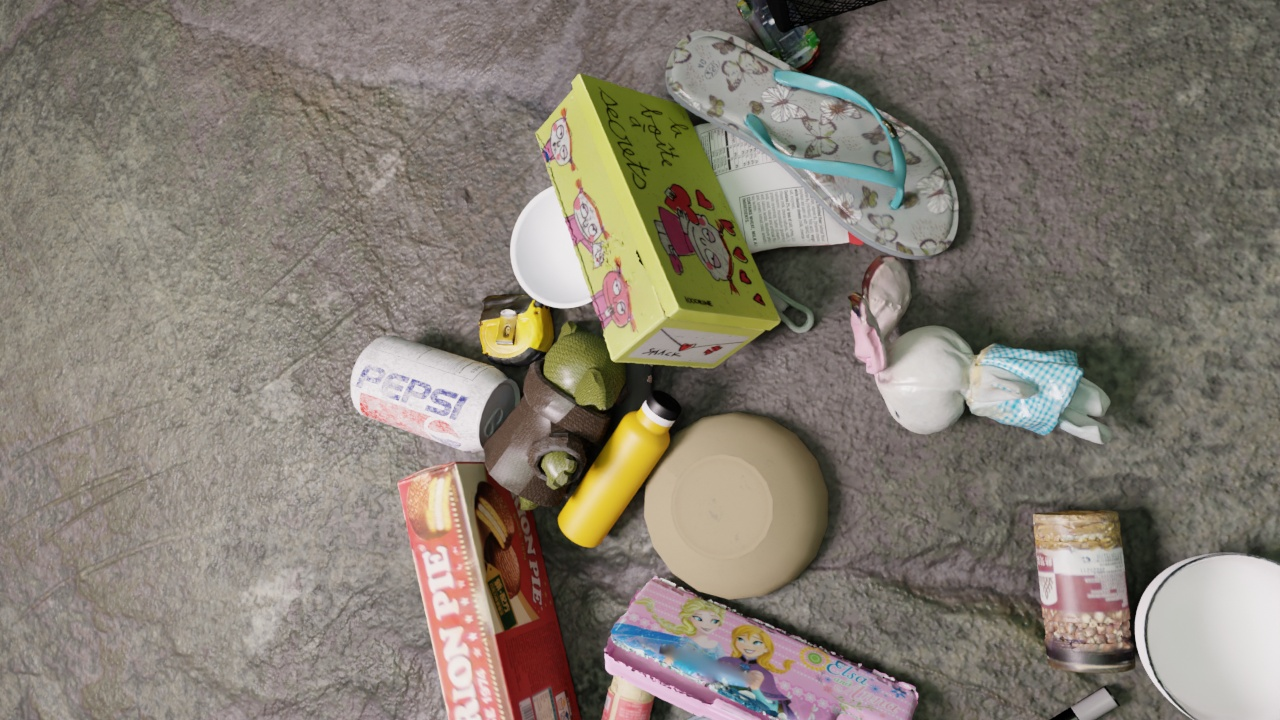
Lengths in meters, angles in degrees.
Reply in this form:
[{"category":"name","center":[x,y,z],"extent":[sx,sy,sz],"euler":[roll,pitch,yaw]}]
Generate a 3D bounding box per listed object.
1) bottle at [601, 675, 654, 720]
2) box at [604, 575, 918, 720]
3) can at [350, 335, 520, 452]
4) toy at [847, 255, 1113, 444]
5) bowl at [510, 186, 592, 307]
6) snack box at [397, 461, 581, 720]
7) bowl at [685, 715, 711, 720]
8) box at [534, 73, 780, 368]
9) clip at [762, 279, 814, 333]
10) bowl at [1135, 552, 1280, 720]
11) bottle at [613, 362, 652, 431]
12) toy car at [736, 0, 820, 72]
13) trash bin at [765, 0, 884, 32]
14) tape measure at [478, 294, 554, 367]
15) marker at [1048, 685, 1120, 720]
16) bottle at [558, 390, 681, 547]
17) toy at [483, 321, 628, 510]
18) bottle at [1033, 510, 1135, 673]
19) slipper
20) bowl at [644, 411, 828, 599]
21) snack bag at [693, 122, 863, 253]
[{"category":"bottle","center":[-0.013,0.297,0.747],"extent":[0.044,0.044,0.109],"euler":[12,87,20]},{"category":"box","center":[0.088,0.237,0.696],"extent":[0.230,0.053,0.084],"euler":[19,50,20]},{"category":"can","center":[-0.182,0.030,0.815],"extent":[0.136,0.078,0.078],"euler":[16,90,20]},{"category":"toy","center":[0.242,0.014,0.676],"extent":[0.205,0.130,0.106],"euler":[25,123,12]},{"category":"bowl","center":[-0.055,-0.097,0.804],"extent":[0.110,0.040,0.110],"euler":[-2,83,19]},{"category":"snack box","center":[-0.122,0.203,0.757],"extent":[0.060,0.113,0.236],"euler":[-18,79,17]},{"category":"bowl","center":[0.063,0.347,0.707],"extent":[0.137,0.057,0.137],"euler":[-2,84,19]},{"category":"box","center":[0.009,-0.108,0.716],"extent":[0.081,0.124,0.220],"euler":[-37,60,38]},{"category":"clip","center":[0.109,-0.048,0.749],"extent":[0.076,0.059,0.023],"euler":[35,98,5]},{"category":"bowl","center":[0.384,0.184,0.605],"extent":[0.113,0.063,0.113],"euler":[-2,80,12]},{"category":"bottle","center":[-0.005,0.005,0.781],"extent":[0.030,0.030,0.113],"euler":[1,85,19]},{"category":"toy car","center":[0.115,-0.278,0.766],"extent":[0.042,0.036,0.091],"euler":[-32,70,12]},{"category":"trash bin","center":[0.179,-0.348,0.663],"extent":[0.210,0.184,0.184],"euler":[-19,78,11]},{"category":"tape measure","center":[-0.112,-0.026,0.818],"extent":[0.066,0.037,0.064],"euler":[1,84,19]},{"category":"marker","center":[0.279,0.278,0.661],"extent":[0.141,0.016,0.016],"euler":[-38,74,12]},{"category":"bottle","center":[-0.015,0.087,0.750],"extent":[0.043,0.043,0.144],"euler":[41,114,18]},{"category":"toy","center":[-0.067,0.049,0.752],"extent":[0.078,0.179,0.153],"euler":[28,102,-22]},{"category":"bottle","center":[0.309,0.159,0.641],"extent":[0.056,0.056,0.105],"euler":[-5,82,19]},{"category":"slipper","center":[0.141,-0.183,0.712],"extent":[0.269,0.055,0.098],"euler":[38,77,9]},{"category":"bowl","center":[0.070,0.116,0.732],"extent":[0.152,0.050,0.152],"euler":[-2,83,19]},{"category":"snack bag","center":[0.101,-0.146,0.756],"extent":[0.144,0.039,0.130],"euler":[-9,79,17]}]
